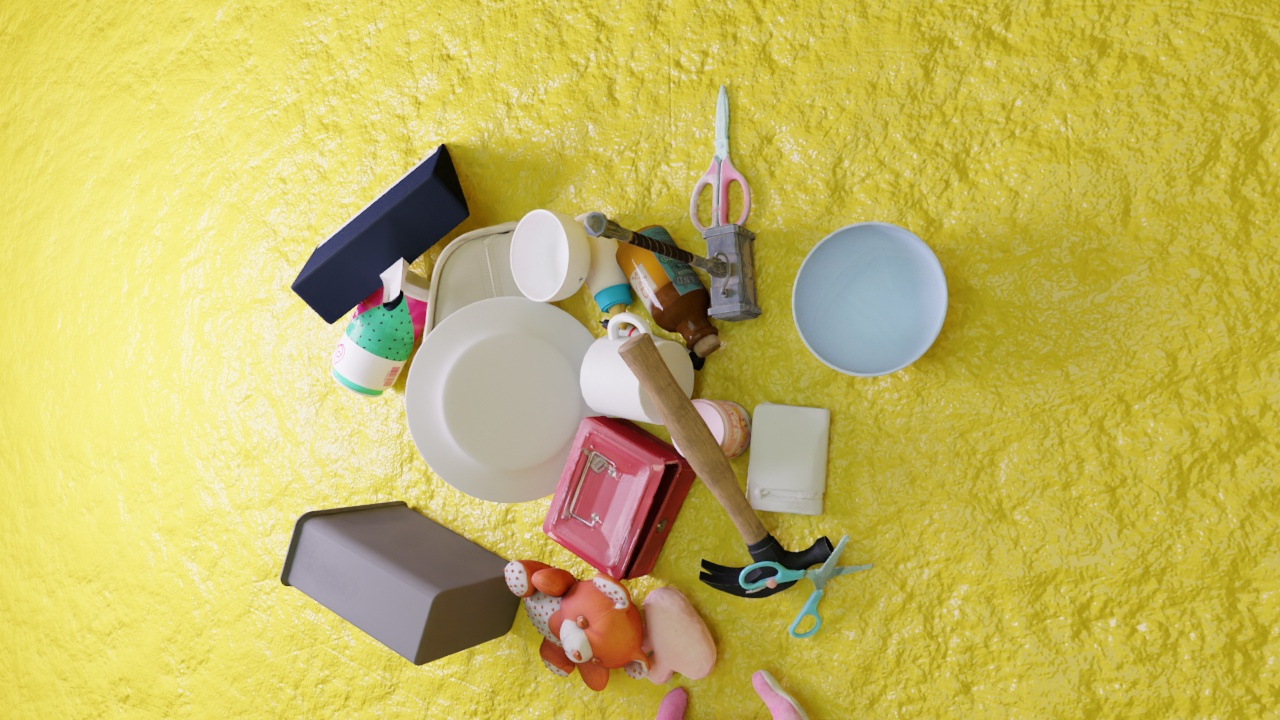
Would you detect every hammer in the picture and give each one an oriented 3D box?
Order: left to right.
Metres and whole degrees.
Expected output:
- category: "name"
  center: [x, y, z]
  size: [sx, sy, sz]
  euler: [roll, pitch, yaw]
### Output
- category: "hammer"
  center: [0.035, -0.102, 0.880]
  size: [0.044, 0.321, 0.098]
  euler: [-7, 83, 28]
- category: "hammer"
  center: [0.067, 0.109, 0.931]
  size: [0.132, 0.040, 0.305]
  euler: [-29, 103, 17]

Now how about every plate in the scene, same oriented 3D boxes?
- category: "plate"
  center: [-0.149, 0.047, 1.065]
  size: [0.242, 0.016, 0.242]
  euler: [0, 93, -9]

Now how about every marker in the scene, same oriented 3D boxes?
- category: "marker"
  center: [0.009, -0.022, 1.063]
  size: [0.146, 0.019, 0.019]
  euler: [23, 98, 28]

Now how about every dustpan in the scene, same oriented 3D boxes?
- category: "dustpan"
  center: [-0.321, -0.144, 1.159]
  size: [0.236, 0.272, 0.080]
  euler: [-36, 114, 10]

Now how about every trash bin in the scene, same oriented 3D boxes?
- category: "trash bin"
  center: [-0.282, 0.261, 1.112]
  size: [0.220, 0.191, 0.097]
  euler: [21, 97, 27]

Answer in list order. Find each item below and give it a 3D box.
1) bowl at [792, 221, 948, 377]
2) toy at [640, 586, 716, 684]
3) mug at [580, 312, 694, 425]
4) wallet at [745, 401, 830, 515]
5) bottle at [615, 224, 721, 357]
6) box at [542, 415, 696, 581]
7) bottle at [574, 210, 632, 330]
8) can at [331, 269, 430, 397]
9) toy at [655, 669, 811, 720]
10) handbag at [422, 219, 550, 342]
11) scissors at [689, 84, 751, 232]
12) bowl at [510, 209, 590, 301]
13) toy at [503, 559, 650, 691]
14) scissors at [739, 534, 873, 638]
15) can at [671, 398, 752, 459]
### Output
- category: "bowl"
  center: [0.233, -0.057, 0.909]
  size: [0.151, 0.074, 0.150]
  euler: [-2, 86, 28]
- category: "toy"
  center: [0.031, 0.310, 1.015]
  size: [0.105, 0.053, 0.108]
  euler: [-45, 67, 31]
- category: "mug"
  center: [-0.006, 0.006, 1.011]
  size: [0.090, 0.090, 0.121]
  euler: [7, 115, 42]
- category: "wallet"
  center: [0.157, 0.104, 0.970]
  size: [0.086, 0.032, 0.116]
  euler: [8, 89, 19]
- category: "bottle"
  center: [0.037, -0.072, 1.023]
  size: [0.068, 0.067, 0.157]
  euler: [-40, 69, 21]
- category: "box"
  center: [-0.029, 0.152, 1.036]
  size: [0.129, 0.086, 0.158]
  euler: [28, 101, 27]
- category: "bottle"
  center: [-0.041, -0.102, 1.078]
  size: [0.051, 0.051, 0.146]
  euler: [-25, 75, 25]
- category: "can"
  center: [-0.342, -0.039, 1.220]
  size: [0.088, 0.088, 0.166]
  euler: [36, 104, 26]
- category: "toy"
  center: [0.060, 0.435, 0.947]
  size: [0.266, 0.127, 0.186]
  euler: [-29, 70, 19]
- category: "handbag"
  center: [-0.175, -0.048, 1.144]
  size: [0.184, 0.132, 0.229]
  euler: [-12, 84, 3]
- category: "scissors"
  center: [0.089, -0.228, 1.036]
  size: [0.077, 0.017, 0.174]
  euler: [-2, 86, 30]
- category: "bowl"
  center: [-0.098, -0.119, 1.057]
  size: [0.105, 0.054, 0.105]
  euler: [1, 92, 43]
- category: "toy"
  center: [-0.069, 0.294, 1.025]
  size: [0.173, 0.092, 0.164]
  euler: [-2, 112, 45]
- category: "scissors"
  center: [0.173, 0.237, 0.938]
  size: [0.136, 0.015, 0.126]
  euler: [-10, 110, 12]
- category: "can"
  center: [0.077, 0.075, 0.986]
  size: [0.067, 0.076, 0.067]
  euler: [-2, 86, 29]
